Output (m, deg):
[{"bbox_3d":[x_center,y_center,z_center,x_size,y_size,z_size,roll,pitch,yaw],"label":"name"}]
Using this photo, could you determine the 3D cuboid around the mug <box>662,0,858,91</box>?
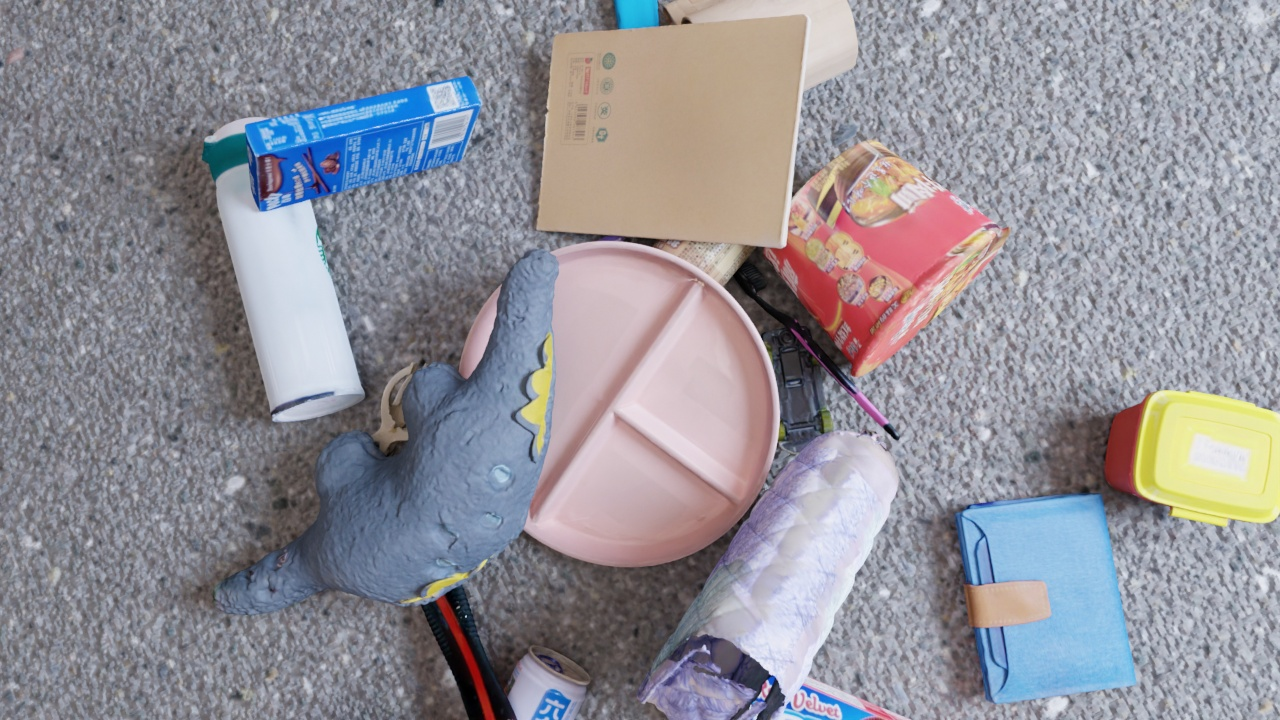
[{"bbox_3d":[0.086,-0.243,0.676,0.103,0.084,0.124,-24,56,0],"label":"mug"}]

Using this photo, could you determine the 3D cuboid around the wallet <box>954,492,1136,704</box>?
[{"bbox_3d":[0.276,0.161,0.629,0.106,0.040,0.133,-7,82,-1],"label":"wallet"}]

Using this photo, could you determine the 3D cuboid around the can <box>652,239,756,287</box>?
[{"bbox_3d":[0.042,-0.077,0.662,0.058,0.058,0.116,40,88,8],"label":"can"}]

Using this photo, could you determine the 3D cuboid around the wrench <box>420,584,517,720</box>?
[{"bbox_3d":[-0.106,0.235,0.613,0.056,0.016,0.273,-32,61,9],"label":"wrench"}]

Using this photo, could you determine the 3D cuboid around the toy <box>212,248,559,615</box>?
[{"bbox_3d":[-0.150,0.087,0.619,0.357,0.091,0.138,-42,89,15],"label":"toy"}]

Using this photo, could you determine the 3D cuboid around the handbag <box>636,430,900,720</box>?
[{"bbox_3d":[0.084,0.139,0.564,0.075,0.134,0.193,35,48,8],"label":"handbag"}]

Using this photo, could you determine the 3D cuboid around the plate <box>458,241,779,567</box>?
[{"bbox_3d":[-0.018,0.032,0.637,0.230,0.028,0.229,3,103,15],"label":"plate"}]

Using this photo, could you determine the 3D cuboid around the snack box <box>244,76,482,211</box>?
[{"bbox_3d":[-0.195,-0.153,0.647,0.156,0.085,0.026,-21,82,-25],"label":"snack box"}]

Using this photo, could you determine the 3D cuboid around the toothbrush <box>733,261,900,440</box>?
[{"bbox_3d":[0.118,-0.012,0.630,0.017,0.014,0.189,-29,52,-11],"label":"toothbrush"}]

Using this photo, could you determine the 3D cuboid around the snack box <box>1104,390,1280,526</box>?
[{"bbox_3d":[0.364,0.066,0.610,0.091,0.080,0.082,12,83,5],"label":"snack box"}]

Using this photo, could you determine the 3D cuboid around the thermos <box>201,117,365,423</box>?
[{"bbox_3d":[-0.264,-0.071,0.683,0.073,0.073,0.224,-18,82,2],"label":"thermos"}]

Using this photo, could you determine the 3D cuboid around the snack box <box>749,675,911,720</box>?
[{"bbox_3d":[0.139,0.255,0.617,0.207,0.058,0.057,21,82,7],"label":"snack box"}]

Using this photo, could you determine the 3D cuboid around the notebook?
[{"bbox_3d":[0.014,-0.158,0.638,0.208,0.008,0.148,9,96,33],"label":"notebook"}]

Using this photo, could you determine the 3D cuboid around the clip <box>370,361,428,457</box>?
[{"bbox_3d":[-0.183,0.038,0.680,0.103,0.035,0.092,-21,86,9],"label":"clip"}]

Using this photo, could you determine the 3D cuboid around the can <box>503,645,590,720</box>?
[{"bbox_3d":[-0.087,0.269,0.634,0.053,0.053,0.134,28,86,7],"label":"can"}]

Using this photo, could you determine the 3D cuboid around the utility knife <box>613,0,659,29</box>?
[{"bbox_3d":[0.003,-0.208,0.701,0.034,0.018,0.199,-6,86,1],"label":"utility knife"}]

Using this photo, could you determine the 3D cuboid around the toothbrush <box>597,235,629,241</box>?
[{"bbox_3d":[0.034,-0.123,0.688,0.189,0.017,0.014,-29,80,0],"label":"toothbrush"}]

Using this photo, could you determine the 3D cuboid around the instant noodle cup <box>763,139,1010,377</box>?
[{"bbox_3d":[0.157,-0.072,0.622,0.138,0.138,0.108,-42,74,-2],"label":"instant noodle cup"}]

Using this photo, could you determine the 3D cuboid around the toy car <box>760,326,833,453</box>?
[{"bbox_3d":[0.111,0.022,0.657,0.042,0.035,0.090,-9,81,4],"label":"toy car"}]
